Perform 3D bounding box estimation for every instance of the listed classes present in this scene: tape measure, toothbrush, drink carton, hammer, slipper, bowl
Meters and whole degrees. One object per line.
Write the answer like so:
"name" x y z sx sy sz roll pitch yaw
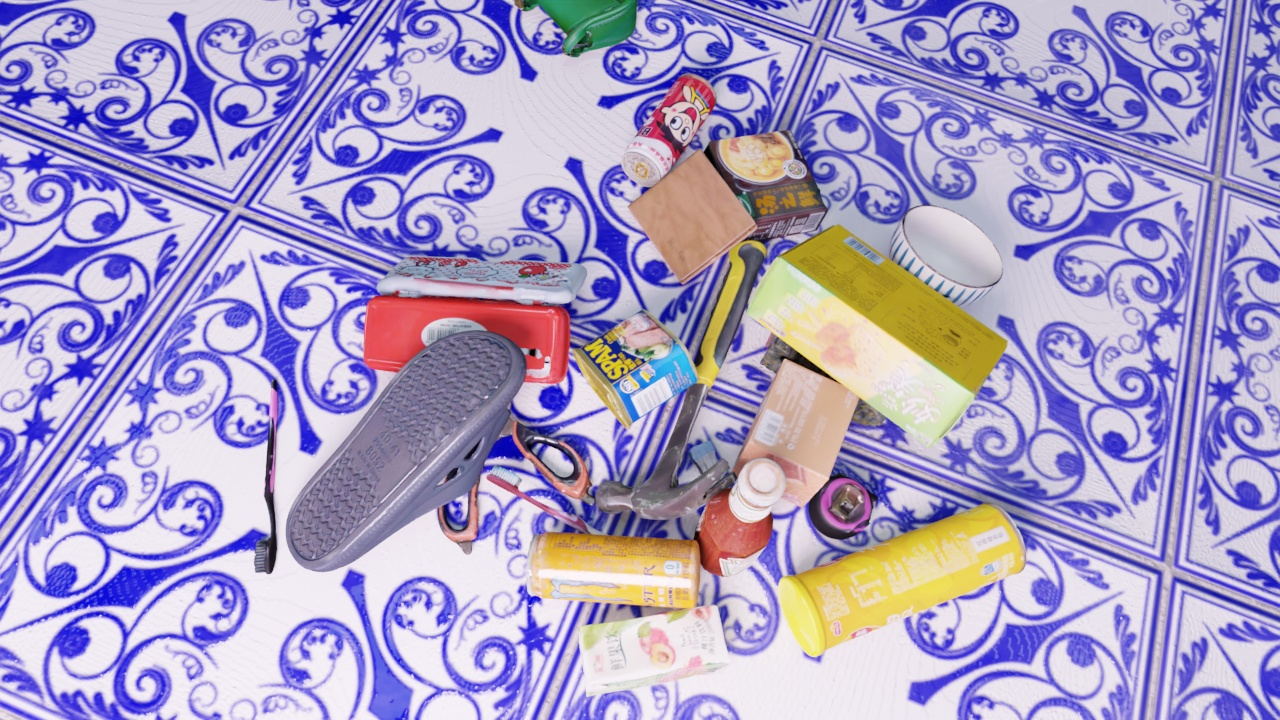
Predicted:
"tape measure" 0.188 0.137 0.857 0.057 0.039 0.057 35 67 11
"toothbrush" -0.342 0.103 0.841 0.018 0.014 0.189 -11 65 3
"toothbrush" -0.055 0.145 0.833 0.187 0.016 0.017 28 63 0
"drink carton" 0.010 0.248 0.785 0.122 0.046 0.053 -7 56 -10
"hammer" 0.066 0.009 0.888 0.126 0.032 0.322 -2 51 36
"slipper" -0.199 0.084 0.822 0.268 0.083 0.110 -45 56 1
"bowl" 0.308 -0.099 0.956 0.116 0.066 0.116 11 49 -14

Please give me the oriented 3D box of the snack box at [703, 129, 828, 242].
"snack box" 0.123 -0.186 1.002 0.125 0.053 0.113 -13 66 -16

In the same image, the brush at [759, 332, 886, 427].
"brush" 0.196 0.004 0.908 0.146 0.063 0.069 32 64 9

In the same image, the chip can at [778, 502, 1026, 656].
"chip can" 0.233 0.192 0.817 0.213 0.072 0.072 -18 68 -13

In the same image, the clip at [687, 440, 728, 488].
"clip" 0.066 0.106 0.872 0.026 0.043 0.058 -17 75 -16

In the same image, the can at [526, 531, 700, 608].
"can" -0.022 0.181 0.795 0.146 0.058 0.058 2 64 8

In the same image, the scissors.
"scissors" -0.137 0.076 0.872 0.225 0.015 0.188 42 68 15

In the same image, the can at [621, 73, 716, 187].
"can" 0.032 -0.256 1.021 0.053 0.053 0.132 29 66 9

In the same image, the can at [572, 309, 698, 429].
"can" -0.005 0.005 0.869 0.083 0.057 0.102 -33 38 -10

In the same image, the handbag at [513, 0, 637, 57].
"handbag" -0.074 -0.427 1.091 0.120 0.068 0.131 -36 74 -12

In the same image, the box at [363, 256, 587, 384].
"box" -0.160 -0.050 0.886 0.201 0.074 0.154 4 62 10

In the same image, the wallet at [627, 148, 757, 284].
"wallet" 0.054 -0.152 0.966 0.101 0.020 0.115 -38 66 11

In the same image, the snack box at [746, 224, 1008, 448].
"snack box" 0.225 -0.031 0.863 0.210 0.070 0.157 39 34 14

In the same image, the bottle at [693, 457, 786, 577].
"bottle" 0.082 0.130 0.758 0.060 0.206 0.059 2 64 -3

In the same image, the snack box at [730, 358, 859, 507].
"snack box" 0.143 0.069 0.854 0.077 0.094 0.092 24 65 6
